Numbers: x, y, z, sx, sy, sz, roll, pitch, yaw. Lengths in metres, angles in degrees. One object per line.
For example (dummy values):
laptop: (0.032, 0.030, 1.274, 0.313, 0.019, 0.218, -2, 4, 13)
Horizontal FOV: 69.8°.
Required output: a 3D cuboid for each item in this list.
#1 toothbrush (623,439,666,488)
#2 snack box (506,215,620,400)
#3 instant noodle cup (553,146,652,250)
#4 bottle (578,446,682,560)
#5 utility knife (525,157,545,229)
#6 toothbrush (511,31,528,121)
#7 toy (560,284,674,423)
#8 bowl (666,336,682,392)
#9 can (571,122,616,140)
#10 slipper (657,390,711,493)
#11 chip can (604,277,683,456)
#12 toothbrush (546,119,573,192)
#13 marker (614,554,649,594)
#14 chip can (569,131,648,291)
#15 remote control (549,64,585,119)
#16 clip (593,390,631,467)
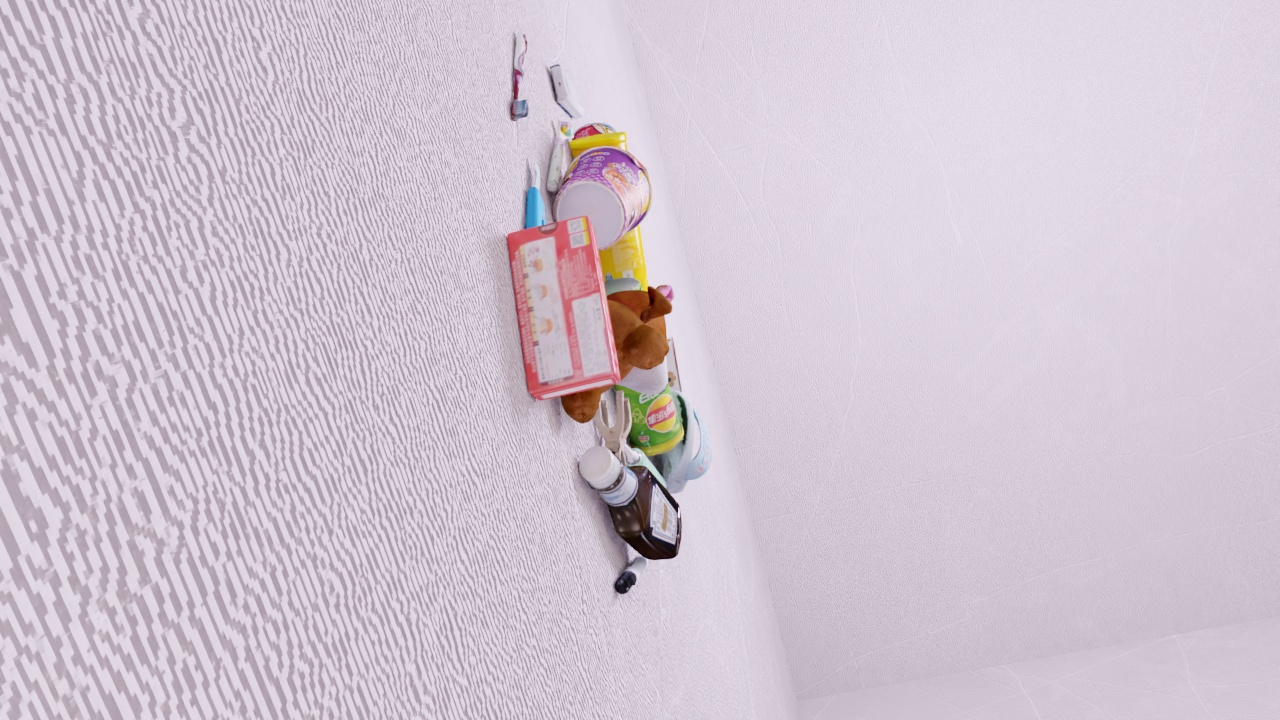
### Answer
toothbrush: (-0.002, 0.129, 1.133, 0.027, 0.026, 0.224, 46, -6, 25)
snack box: (-0.067, -0.047, 0.788, 0.025, 0.075, 0.152, 58, 20, -69)
instant noodle cup: (-0.049, -0.181, 1.057, 0.099, 0.112, 0.112, -65, 142, -62)
bottle: (-0.008, 0.144, 0.942, 0.195, 0.044, 0.079, 54, 34, -53)
utility knife: (-0.102, -0.139, 0.904, 0.206, 0.018, 0.034, -97, 169, -45)
toothbrush: (-0.129, -0.314, 1.000, 0.187, 0.017, 0.016, -94, 169, -45)
toy: (-0.018, -0.014, 0.906, 0.130, 0.140, 0.199, 52, 12, -8)
bowl: (0.027, 0.026, 1.348, 0.113, 0.062, 0.113, -7, 87, -88)
can: (-0.057, -0.267, 1.251, 0.066, 0.066, 0.093, 59, 19, -64)
slipper: (0.063, 0.125, 1.298, 0.246, 0.074, 0.104, 92, -11, -64)
chip can: (-0.007, 0.007, 1.131, 0.072, 0.072, 0.221, -84, 159, -66)
toothbrush: (-0.098, -0.246, 1.101, 0.029, 0.020, 0.189, 44, 25, -25)
marker: (-0.006, 0.223, 0.962, 0.130, 0.023, 0.018, 6, 65, -80)
chip can: (-0.035, -0.175, 1.154, 0.072, 0.072, 0.213, -79, 160, -71)
remote control: (-0.100, -0.373, 1.279, 0.125, 0.024, 0.049, -26, 102, -81)
clip: (-0.026, 0.086, 1.011, 0.080, 0.035, 0.104, 16, 66, -80)
